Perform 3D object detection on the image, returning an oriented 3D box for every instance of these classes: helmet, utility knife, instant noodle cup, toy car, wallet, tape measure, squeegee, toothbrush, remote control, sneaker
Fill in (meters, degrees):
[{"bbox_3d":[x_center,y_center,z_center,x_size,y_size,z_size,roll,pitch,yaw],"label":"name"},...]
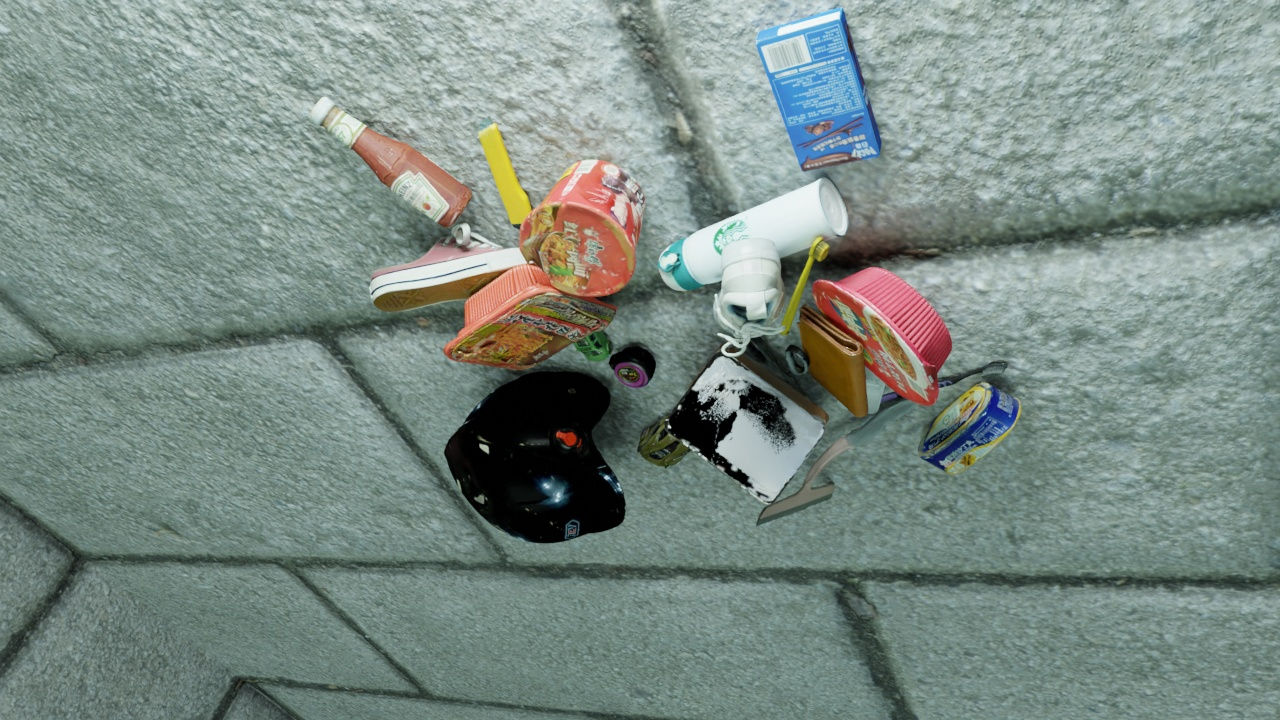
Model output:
[{"bbox_3d":[-0.149,0.156,1.355,0.274,0.229,0.234,49,147,26],"label":"helmet"},{"bbox_3d":[-0.161,-0.223,1.108,0.033,0.015,0.165,-2,134,15],"label":"utility knife"},{"bbox_3d":[0.285,-0.038,1.047,0.066,0.194,0.194,-41,121,-3],"label":"instant noodle cup"},{"bbox_3d":[0.055,0.111,1.371,0.070,0.042,0.159,31,135,-14],"label":"toy car"},{"bbox_3d":[-0.146,-0.056,1.178,0.189,0.079,0.164,-30,155,29],"label":"instant noodle cup"},{"bbox_3d":[-0.073,-0.032,1.268,0.043,0.036,0.091,-9,135,27],"label":"toy car"},{"bbox_3d":[0.234,-0.002,1.140,0.119,0.035,0.131,49,168,39],"label":"wallet"},{"bbox_3d":[-0.057,-0.159,1.066,0.138,0.108,0.138,11,139,10],"label":"instant noodle cup"},{"bbox_3d":[-0.008,0.007,1.282,0.057,0.039,0.058,-22,120,37],"label":"tape measure"},{"bbox_3d":[0.286,0.120,1.253,0.250,0.247,0.040,-47,66,26],"label":"squeegee"},{"bbox_3d":[0.186,-0.079,1.056,0.016,0.015,0.190,45,157,18],"label":"toothbrush"},{"bbox_3d":[0.379,0.034,1.180,0.189,0.016,0.014,-20,128,38],"label":"toothbrush"},{"bbox_3d":[0.292,0.016,1.189,0.056,0.020,0.136,10,136,10],"label":"remote control"},{"bbox_3d":[-0.232,-0.127,1.182,0.241,0.087,0.118,-10,160,0],"label":"sneaker"},{"bbox_3d":[0.130,-0.054,1.059,0.089,0.090,0.242,-6,165,4],"label":"sneaker"}]

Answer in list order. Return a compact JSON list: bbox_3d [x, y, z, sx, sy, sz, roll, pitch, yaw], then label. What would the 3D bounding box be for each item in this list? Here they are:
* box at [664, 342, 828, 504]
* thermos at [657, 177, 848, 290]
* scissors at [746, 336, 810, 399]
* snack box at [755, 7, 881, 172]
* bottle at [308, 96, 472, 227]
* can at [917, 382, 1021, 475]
[{"bbox_3d":[0.139,0.081,1.235,0.182,0.153,0.181,37,176,6],"label":"box"},{"bbox_3d":[0.121,-0.137,1.052,0.225,0.073,0.073,-18,127,36],"label":"thermos"},{"bbox_3d":[0.196,0.023,1.216,0.159,0.014,0.175,38,160,3],"label":"scissors"},{"bbox_3d":[0.181,-0.267,0.920,0.085,0.026,0.157,-7,133,27],"label":"snack box"},{"bbox_3d":[-0.301,-0.241,1.108,0.206,0.059,0.060,35,137,-18],"label":"bottle"},{"bbox_3d":[0.420,0.089,1.180,0.049,0.074,0.149,28,138,-5],"label":"can"}]
